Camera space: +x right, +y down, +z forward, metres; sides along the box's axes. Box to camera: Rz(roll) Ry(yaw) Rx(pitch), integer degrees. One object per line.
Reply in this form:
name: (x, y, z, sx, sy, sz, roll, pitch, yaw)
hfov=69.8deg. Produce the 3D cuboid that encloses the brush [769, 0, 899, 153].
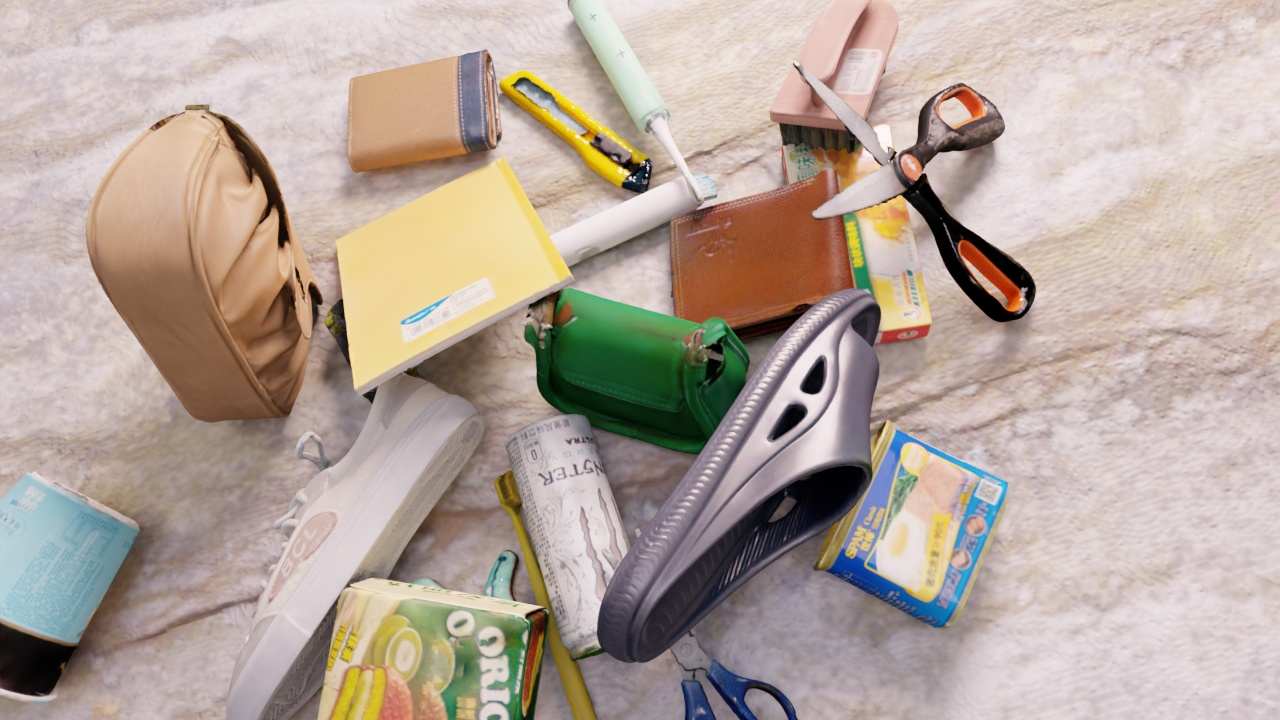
brush: (0.142, -0.214, 0.640, 0.063, 0.073, 0.145, 13, 57, 23)

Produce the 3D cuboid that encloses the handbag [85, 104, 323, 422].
handbag: (-0.263, -0.053, 0.591, 0.100, 0.205, 0.147, -2, 59, -5)

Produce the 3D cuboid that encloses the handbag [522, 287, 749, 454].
handbag: (-0.003, 0.003, 0.579, 0.131, 0.120, 0.068, 15, 73, 19)

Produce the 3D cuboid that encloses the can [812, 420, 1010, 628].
can: (0.166, 0.101, 0.561, 0.083, 0.057, 0.102, 26, 78, 12)

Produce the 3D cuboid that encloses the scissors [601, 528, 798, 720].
scissors: (0.040, 0.178, 0.547, 0.140, 0.012, 0.171, 6, 70, -22)

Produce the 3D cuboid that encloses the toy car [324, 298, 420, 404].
toy car: (-0.187, -0.007, 0.649, 0.043, 0.036, 0.091, -30, 75, -2)

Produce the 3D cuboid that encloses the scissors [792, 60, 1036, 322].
scissors: (0.188, -0.120, 0.593, 0.234, 0.022, 0.220, 47, 54, -11)

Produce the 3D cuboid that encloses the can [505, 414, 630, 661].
can: (-0.040, 0.110, 0.582, 0.058, 0.058, 0.146, -20, 71, 0)

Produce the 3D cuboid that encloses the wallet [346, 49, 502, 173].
wallet: (-0.168, -0.192, 0.709, 0.115, 0.033, 0.090, -9, 69, 5)

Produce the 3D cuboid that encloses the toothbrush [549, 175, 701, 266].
toothbrush: (-0.061, -0.078, 0.661, 0.221, 0.027, 0.026, -24, 62, -1)

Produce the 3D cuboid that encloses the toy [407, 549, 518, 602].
toy: (-0.115, 0.165, 0.591, 0.092, 0.030, 0.096, 12, 67, 6)

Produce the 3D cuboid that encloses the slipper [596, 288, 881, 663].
slipper: (0.083, 0.074, 0.529, 0.083, 0.111, 0.267, 29, 62, 25)

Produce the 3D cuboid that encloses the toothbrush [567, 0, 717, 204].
toothbrush: (-0.002, -0.199, 0.679, 0.027, 0.026, 0.224, -21, 63, -12)

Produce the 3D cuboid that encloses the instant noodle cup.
instant noodle cup: (-0.397, 0.142, 0.598, 0.111, 0.111, 0.120, 24, 69, 14)

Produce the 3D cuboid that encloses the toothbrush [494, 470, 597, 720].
toothbrush: (-0.057, 0.159, 0.589, 0.017, 0.015, 0.190, -38, 66, 39)

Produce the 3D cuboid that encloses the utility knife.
utility knife: (-0.049, -0.176, 0.697, 0.154, 0.015, 0.033, 39, 78, 17)

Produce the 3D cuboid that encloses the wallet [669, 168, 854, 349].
wallet: (0.080, -0.068, 0.621, 0.125, 0.032, 0.101, -13, 68, 22)

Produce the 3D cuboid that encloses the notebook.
notebook: (-0.135, -0.068, 0.617, 0.146, 0.010, 0.206, -28, 37, -3)

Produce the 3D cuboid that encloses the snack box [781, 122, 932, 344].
snack box: (0.148, -0.087, 0.638, 0.077, 0.027, 0.155, -8, 71, 6)

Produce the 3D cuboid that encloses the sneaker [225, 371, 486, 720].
sneaker: (-0.201, 0.113, 0.582, 0.091, 0.089, 0.242, 29, 80, 13)

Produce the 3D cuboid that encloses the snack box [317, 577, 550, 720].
snack box: (-0.129, 0.254, 0.526, 0.114, 0.063, 0.240, 7, 83, 9)
